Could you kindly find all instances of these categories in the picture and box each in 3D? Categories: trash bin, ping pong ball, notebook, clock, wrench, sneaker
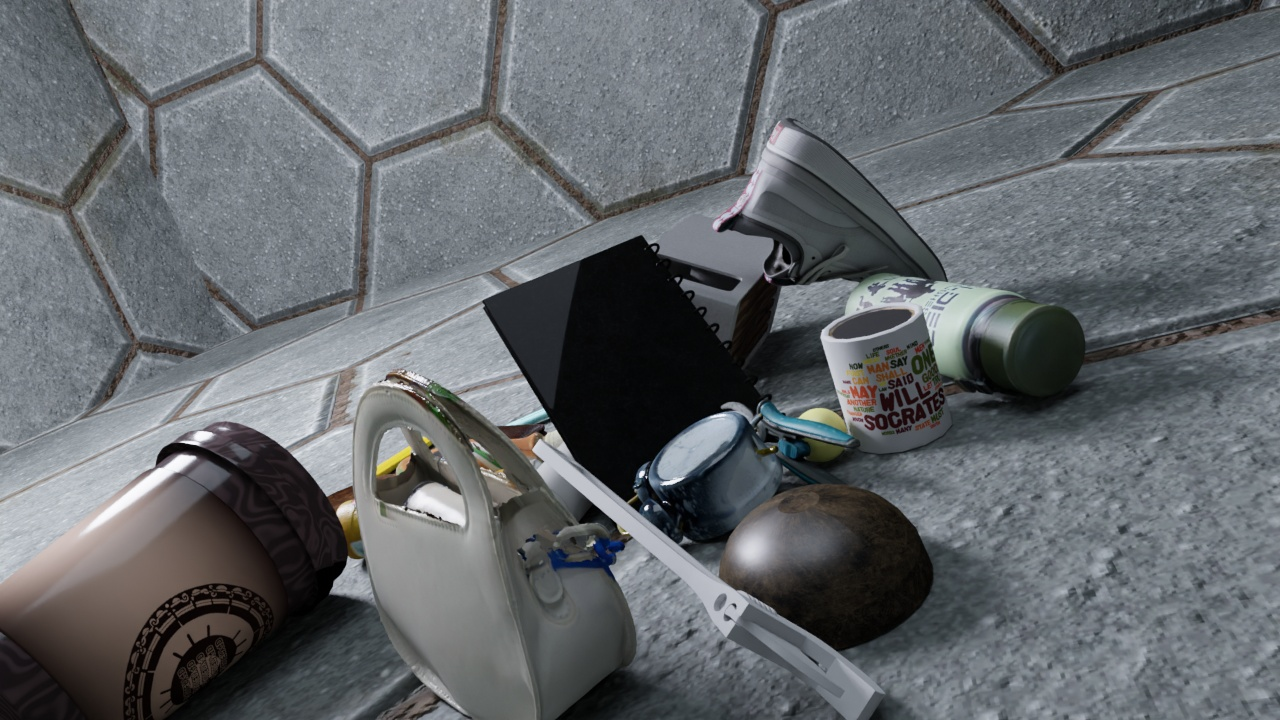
[{"bbox_3d":[0.064,-0.058,0.946,0.114,0.115,0.228,18,28,15],"label":"trash bin"},{"bbox_3d":[0.133,0.055,0.681,0.040,0.040,0.040,-18,15,5],"label":"ping pong ball"},{"bbox_3d":[-0.005,0.005,0.766,0.169,0.231,0.019,-25,-27,-19],"label":"notebook"},{"bbox_3d":[0.040,0.088,0.651,0.129,0.052,0.090,-34,17,8],"label":"clock"},{"bbox_3d":[0.019,0.103,0.491,0.018,0.086,0.273,-56,36,-4],"label":"wrench"},{"bbox_3d":[0.189,-0.104,0.878,0.129,0.263,0.096,-47,29,16],"label":"sneaker"}]

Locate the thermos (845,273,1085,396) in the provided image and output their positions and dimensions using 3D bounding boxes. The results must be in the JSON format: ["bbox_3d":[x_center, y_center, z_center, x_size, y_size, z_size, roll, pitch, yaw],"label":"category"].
[{"bbox_3d":[0.252,-0.022,0.744,0.082,0.082,0.231,-23,16,-11],"label":"thermos"}]

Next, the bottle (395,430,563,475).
[{"bbox_3d":[-0.139,0.098,0.838,0.167,0.059,0.059,-16,15,12],"label":"bottle"}]

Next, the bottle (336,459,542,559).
[{"bbox_3d":[-0.170,0.125,0.789,0.186,0.053,0.053,-16,15,13],"label":"bottle"}]

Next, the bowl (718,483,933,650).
[{"bbox_3d":[0.097,0.105,0.519,0.121,0.056,0.121,-18,15,5],"label":"bowl"}]

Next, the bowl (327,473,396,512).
[{"bbox_3d":[-0.283,0.150,0.899,0.114,0.026,0.102,-21,15,-3],"label":"bowl"}]

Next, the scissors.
[{"bbox_3d":[0.106,0.063,0.667,0.019,0.148,0.132,-6,-28,-31],"label":"scissors"}]

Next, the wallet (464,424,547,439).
[{"bbox_3d":[-0.167,0.098,0.939,0.120,0.031,0.099,-7,22,31],"label":"wallet"}]

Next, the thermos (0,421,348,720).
[{"bbox_3d":[-0.352,0.172,0.662,0.173,0.173,0.225,-8,25,37],"label":"thermos"}]

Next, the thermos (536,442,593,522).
[{"bbox_3d":[-0.041,0.082,0.785,0.052,0.052,0.223,-12,17,26],"label":"thermos"}]

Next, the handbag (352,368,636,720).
[{"bbox_3d":[-0.093,0.096,0.525,0.092,0.199,0.201,-26,18,-36],"label":"handbag"}]

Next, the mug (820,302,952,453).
[{"bbox_3d":[0.179,0.009,0.693,0.073,0.089,0.105,-21,15,-5],"label":"mug"}]

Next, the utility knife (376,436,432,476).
[{"bbox_3d":[-0.287,0.120,1.026,0.031,0.018,0.206,-17,9,34],"label":"utility knife"}]

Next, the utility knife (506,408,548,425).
[{"bbox_3d":[-0.118,0.065,1.019,0.119,0.015,0.022,-24,16,-2],"label":"utility knife"}]
